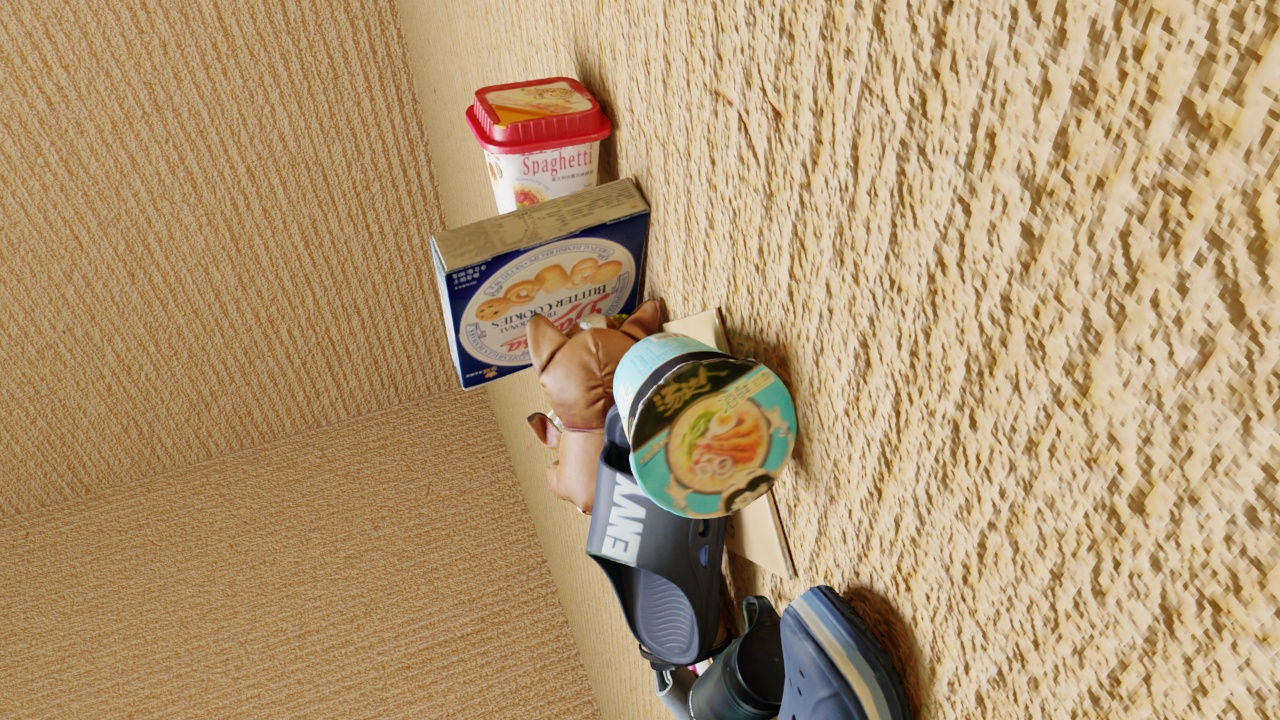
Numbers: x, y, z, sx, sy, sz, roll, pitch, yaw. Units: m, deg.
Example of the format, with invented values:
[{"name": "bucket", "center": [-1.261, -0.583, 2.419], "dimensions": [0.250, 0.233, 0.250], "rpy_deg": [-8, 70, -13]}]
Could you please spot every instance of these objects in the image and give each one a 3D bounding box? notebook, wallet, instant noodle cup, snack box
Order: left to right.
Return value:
[{"name": "instant noodle cup", "center": [-0.091, -0.179, 0.837], "dimensions": [0.116, 0.116, 0.124], "rpy_deg": [-122, 24, -50]}, {"name": "snack box", "center": [-0.087, -0.064, 0.819], "dimensions": [0.045, 0.177, 0.183], "rpy_deg": [61, 161, 28]}, {"name": "instant noodle cup", "center": [0.032, 0.034, 0.628], "dimensions": [0.120, 0.111, 0.111], "rpy_deg": [-133, 29, -68]}, {"name": "wallet", "center": [0.063, 0.355, 0.944], "dimensions": [0.129, 0.037, 0.106], "rpy_deg": [49, -177, -10]}, {"name": "notebook", "center": [0.067, 0.064, 0.738], "dimensions": [0.148, 0.008, 0.207], "rpy_deg": [171, 83, -77]}]

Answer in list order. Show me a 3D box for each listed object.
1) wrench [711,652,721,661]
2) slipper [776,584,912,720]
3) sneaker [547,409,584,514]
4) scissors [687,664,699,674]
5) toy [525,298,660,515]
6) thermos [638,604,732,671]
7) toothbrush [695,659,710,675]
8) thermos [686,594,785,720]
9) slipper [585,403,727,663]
[{"name": "wrench", "center": [0.075, 0.293, 0.966], "dimensions": [0.056, 0.016, 0.273], "rpy_deg": [98, 153, -62]}, {"name": "slipper", "center": [0.115, 0.254, 0.589], "dimensions": [0.105, 0.095, 0.253], "rpy_deg": [-136, 28, -60]}, {"name": "sneaker", "center": [-0.072, 0.079, 1.151], "dimensions": [0.090, 0.090, 0.242], "rpy_deg": [119, 134, -71]}, {"name": "scissors", "center": [0.078, 0.396, 1.077], "dimensions": [0.133, 0.017, 0.135], "rpy_deg": [-157, 48, -71]}, {"name": "toy", "center": [-0.036, 0.040, 0.846], "dimensions": [0.130, 0.140, 0.200], "rpy_deg": [-121, 20, -58]}, {"name": "thermos", "center": [0.037, 0.229, 0.902], "dimensions": [0.093, 0.093, 0.143], "rpy_deg": [179, 82, -77]}, {"name": "toothbrush", "center": [0.052, 0.305, 1.078], "dimensions": [0.017, 0.016, 0.187], "rpy_deg": [80, 168, -61]}, {"name": "thermos", "center": [0.090, 0.268, 0.785], "dimensions": [0.243, 0.068, 0.089], "rpy_deg": [102, 169, -60]}, {"name": "slipper", "center": [0.012, 0.164, 0.772], "dimensions": [0.111, 0.083, 0.268], "rpy_deg": [9, 119, 28]}]
